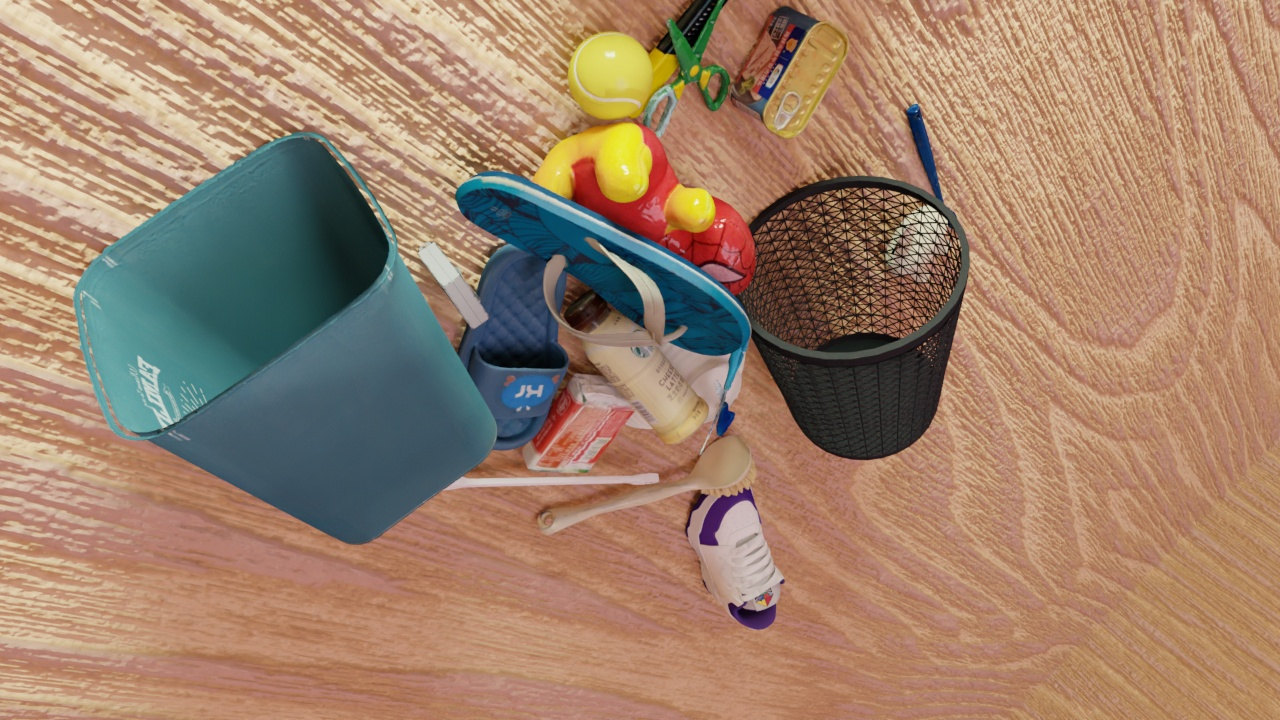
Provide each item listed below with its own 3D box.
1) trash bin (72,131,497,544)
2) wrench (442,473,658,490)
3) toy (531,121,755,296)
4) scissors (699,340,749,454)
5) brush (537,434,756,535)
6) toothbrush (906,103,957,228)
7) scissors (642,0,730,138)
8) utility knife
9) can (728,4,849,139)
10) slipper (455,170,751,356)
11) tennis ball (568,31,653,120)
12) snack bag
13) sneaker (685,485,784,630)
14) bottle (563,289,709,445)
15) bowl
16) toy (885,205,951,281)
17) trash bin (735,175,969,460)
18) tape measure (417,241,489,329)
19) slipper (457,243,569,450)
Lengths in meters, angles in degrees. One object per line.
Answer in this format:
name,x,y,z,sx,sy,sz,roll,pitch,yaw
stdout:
trash bin,-0.226,0.002,0.649,0.199,0.196,0.219,-35,143,-7
wrench,-0.096,0.122,0.926,0.272,0.009,0.047,4,164,-33
toy,0.017,-0.118,0.777,0.216,0.148,0.098,31,74,-44
scissors,0.083,0.035,0.886,0.133,0.014,0.127,71,38,-64
brush,0.012,0.147,1.034,0.271,0.062,0.077,-15,125,-22
toothbrush,0.321,-0.207,1.003,0.016,0.017,0.190,-43,137,-2
scissors,0.037,-0.234,0.756,0.127,0.011,0.125,-48,152,0
utility knife,0.040,-0.270,0.745,0.174,0.020,0.028,-49,157,5
can,0.127,-0.250,0.795,0.054,0.059,0.100,14,113,-42
slipper,-0.021,-0.058,0.746,0.294,0.118,0.060,28,61,-31
tennis ball,-0.023,-0.218,0.705,0.065,0.065,0.065,-20,132,-23
snack bag,-0.058,0.064,0.906,0.077,0.036,0.116,7,132,-39
sneaker,0.129,0.253,1.154,0.091,0.111,0.245,-27,135,-17
bottle,-0.005,0.005,0.857,0.056,0.056,0.162,-42,106,-2
bowl,0.054,0.016,0.943,0.177,0.071,0.178,-20,133,-23
toy,0.308,-0.133,1.028,0.112,0.050,0.087,24,106,-41
trash bin,0.222,-0.025,0.946,0.217,0.217,0.243,-36,143,-8
tape measure,-0.149,-0.060,0.741,0.020,0.060,0.062,-36,136,-8
slipper,-0.112,-0.005,0.814,0.103,0.059,0.214,-8,125,-30
